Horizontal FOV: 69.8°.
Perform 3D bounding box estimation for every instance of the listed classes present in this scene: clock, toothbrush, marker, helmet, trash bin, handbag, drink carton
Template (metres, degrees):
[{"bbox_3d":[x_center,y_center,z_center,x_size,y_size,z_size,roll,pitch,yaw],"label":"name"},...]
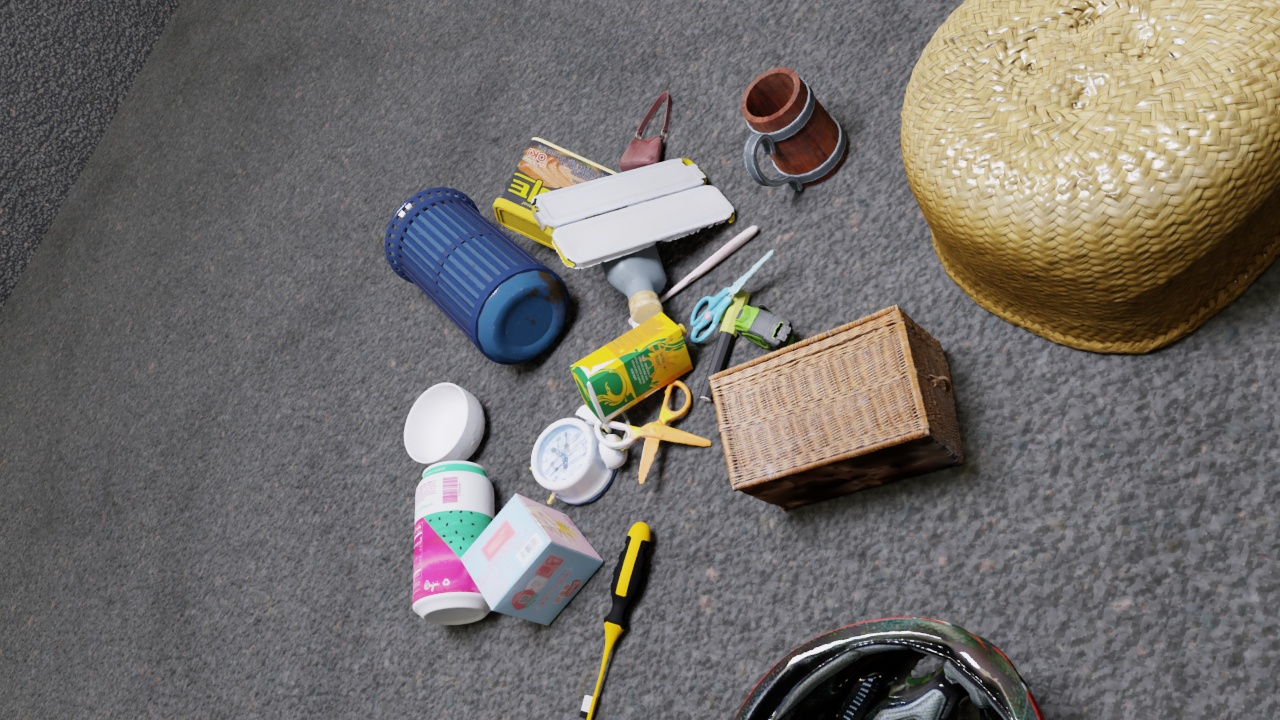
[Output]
[{"bbox_3d":[-0.062,0.098,0.993,0.125,0.052,0.089,-42,50,7],"label":"clock"},{"bbox_3d":[0.059,-0.091,1.024,0.181,0.015,0.018,-38,57,15],"label":"toothbrush"},{"bbox_3d":[0.086,-0.016,0.964,0.021,0.017,0.123,9,73,39],"label":"marker"},{"bbox_3d":[-0.024,0.255,0.901,0.031,0.031,0.196,13,79,14],"label":"toothbrush"},{"bbox_3d":[0.169,0.308,0.639,0.272,0.167,0.217,-52,48,3],"label":"helmet"},{"bbox_3d":[-0.201,-0.104,1.141,0.139,0.139,0.249,-52,50,2],"label":"trash bin"},{"bbox_3d":[0.015,-0.289,1.154,0.055,0.029,0.119,4,65,35],"label":"handbag"},{"bbox_3d":[-0.006,0.006,0.963,0.122,0.058,0.041,-31,41,-12],"label":"drink carton"}]

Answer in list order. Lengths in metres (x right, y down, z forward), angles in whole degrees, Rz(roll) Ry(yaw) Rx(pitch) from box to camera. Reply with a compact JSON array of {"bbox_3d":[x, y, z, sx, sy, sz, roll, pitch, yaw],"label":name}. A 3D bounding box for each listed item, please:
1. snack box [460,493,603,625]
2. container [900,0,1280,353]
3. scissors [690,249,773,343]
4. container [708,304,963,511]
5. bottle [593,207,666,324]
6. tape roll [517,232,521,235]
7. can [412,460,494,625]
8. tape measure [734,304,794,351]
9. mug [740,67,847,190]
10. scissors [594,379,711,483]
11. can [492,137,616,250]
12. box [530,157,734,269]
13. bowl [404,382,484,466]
[{"bbox_3d":[-0.111,0.205,0.944,0.093,0.094,0.079,-50,48,5],"label":"snack box"},{"bbox_3d":[0.363,-0.185,0.734,0.308,0.196,0.306,-17,57,28],"label":"container"},{"bbox_3d":[0.095,-0.071,0.965,0.137,0.015,0.056,-41,33,32],"label":"scissors"},{"bbox_3d":[0.172,0.049,0.805,0.199,0.113,0.112,-21,61,28],"label":"container"},{"bbox_3d":[-0.008,-0.106,1.030,0.046,0.072,0.161,-48,39,31],"label":"bottle"},{"bbox_3d":[-0.132,-0.220,1.227,0.093,0.016,0.091,-22,56,26],"label":"tape roll"},{"bbox_3d":[-0.206,0.202,1.018,0.088,0.088,0.165,-23,56,25],"label":"can"},{"bbox_3d":[0.125,-0.034,0.914,0.059,0.065,0.036,27,87,17],"label":"tape measure"},{"bbox_3d":[0.153,-0.230,0.962,0.082,0.111,0.117,15,77,40],"label":"mug"},{"bbox_3d":[0.013,0.072,0.953,0.128,0.011,0.125,7,58,16],"label":"scissors"},{"bbox_3d":[-0.098,-0.196,1.121,0.131,0.072,0.101,25,78,3],"label":"can"},{"bbox_3d":[-0.009,-0.169,1.031,0.209,0.023,0.127,-19,48,-19],"label":"box"},{"bbox_3d":[-0.234,0.083,1.123,0.105,0.054,0.104,-15,61,29],"label":"bowl"}]
